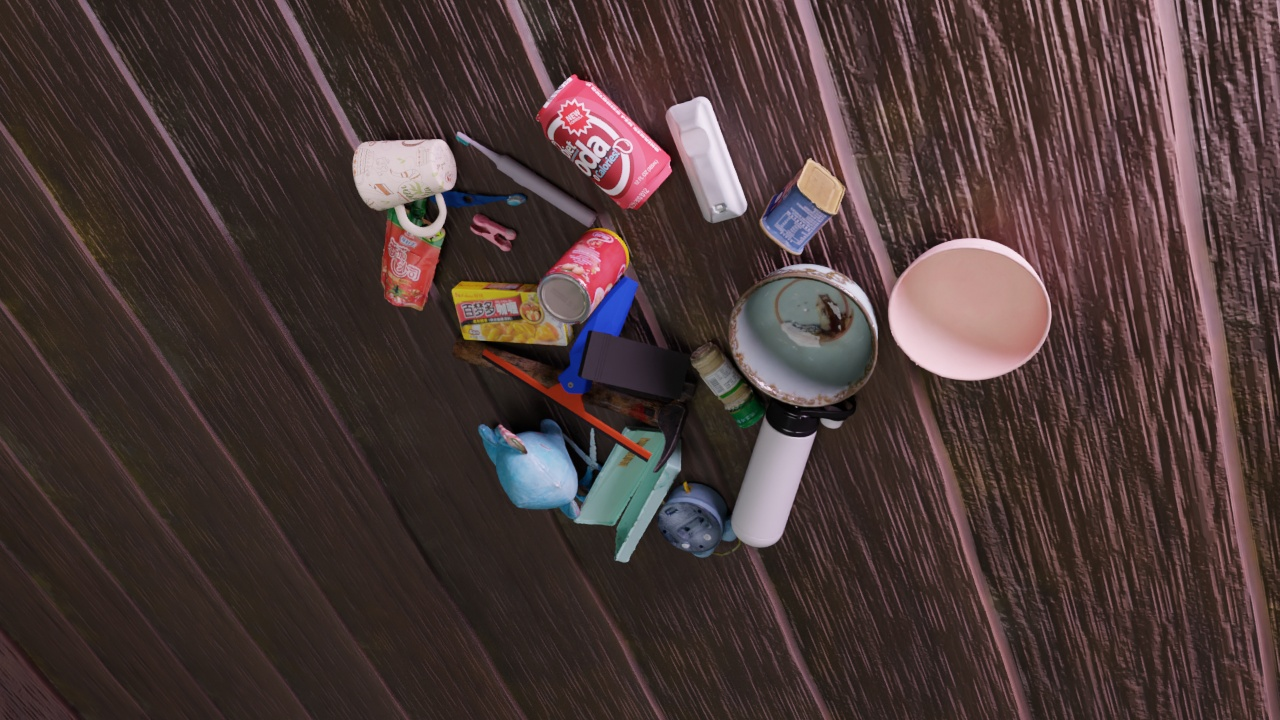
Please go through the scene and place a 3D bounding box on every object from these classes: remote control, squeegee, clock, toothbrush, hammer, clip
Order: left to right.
[{"bbox_3d":[-0.198,-0.194,1.103,0.132,0.016,0.021,4,120,20],"label":"toothbrush"},{"bbox_3d":[-0.180,-0.153,1.121,0.060,0.023,0.044,11,123,9],"label":"clip"},{"bbox_3d":[-0.133,-0.212,1.063,0.188,0.018,0.019,33,126,0],"label":"toothbrush"},{"bbox_3d":[-0.099,0.037,1.177,0.330,0.033,0.120,18,87,18],"label":"hammer"},{"bbox_3d":[-0.056,-0.017,1.108,0.249,0.055,0.185,32,102,10],"label":"squeegee"},{"bbox_3d":[-0.006,0.006,1.083,0.133,0.013,0.058,15,89,-26],"label":"remote control"},{"bbox_3d":[0.081,0.219,1.233,0.124,0.051,0.089,43,126,-9],"label":"clock"},{"bbox_3d":[0.070,-0.210,0.976,0.050,0.022,0.133,-11,116,29],"label":"remote control"}]

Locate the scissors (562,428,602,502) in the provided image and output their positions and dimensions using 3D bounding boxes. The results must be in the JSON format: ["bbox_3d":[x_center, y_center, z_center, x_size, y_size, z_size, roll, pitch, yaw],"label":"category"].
[{"bbox_3d":[-0.055,0.147,1.268,0.117,0.014,0.130,7,117,15],"label":"scissors"}]

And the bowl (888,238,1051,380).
[{"bbox_3d":[0.332,-0.062,0.929,0.153,0.076,0.153,10,124,15],"label":"bowl"}]

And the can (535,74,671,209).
[{"bbox_3d":[-0.037,-0.230,0.975,0.142,0.074,0.075,42,127,-7],"label":"can"}]

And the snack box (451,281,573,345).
[{"bbox_3d":[-0.163,-0.060,1.170,0.152,0.025,0.075,4,122,20],"label":"snack box"}]

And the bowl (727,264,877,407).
[{"bbox_3d":[0.183,-0.041,0.994,0.160,0.093,0.160,11,125,16],"label":"bowl"}]

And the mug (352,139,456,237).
[{"bbox_3d":[-0.270,-0.205,1.089,0.097,0.080,0.122,-5,111,17],"label":"mug"}]

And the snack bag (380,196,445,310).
[{"bbox_3d":[-0.291,-0.142,1.168,0.087,0.044,0.155,30,122,13],"label":"snack bag"}]

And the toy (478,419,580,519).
[{"bbox_3d":[-0.148,0.131,1.239,0.183,0.114,0.181,52,169,-34],"label":"toy"}]

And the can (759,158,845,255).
[{"bbox_3d":[0.164,-0.156,0.924,0.054,0.099,0.059,38,125,-5],"label":"can"}]

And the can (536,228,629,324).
[{"bbox_3d":[-0.064,-0.097,1.042,0.067,0.124,0.067,11,125,16],"label":"can"}]

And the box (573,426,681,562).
[{"bbox_3d":[-0.023,0.170,1.216,0.091,0.077,0.189,21,123,-9],"label":"box"}]

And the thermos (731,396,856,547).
[{"bbox_3d":[0.183,0.132,1.129,0.101,0.068,0.230,11,125,0],"label":"thermos"}]

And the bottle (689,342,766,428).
[{"bbox_3d":[0.104,0.029,1.106,0.043,0.042,0.110,-30,105,35],"label":"bottle"}]
